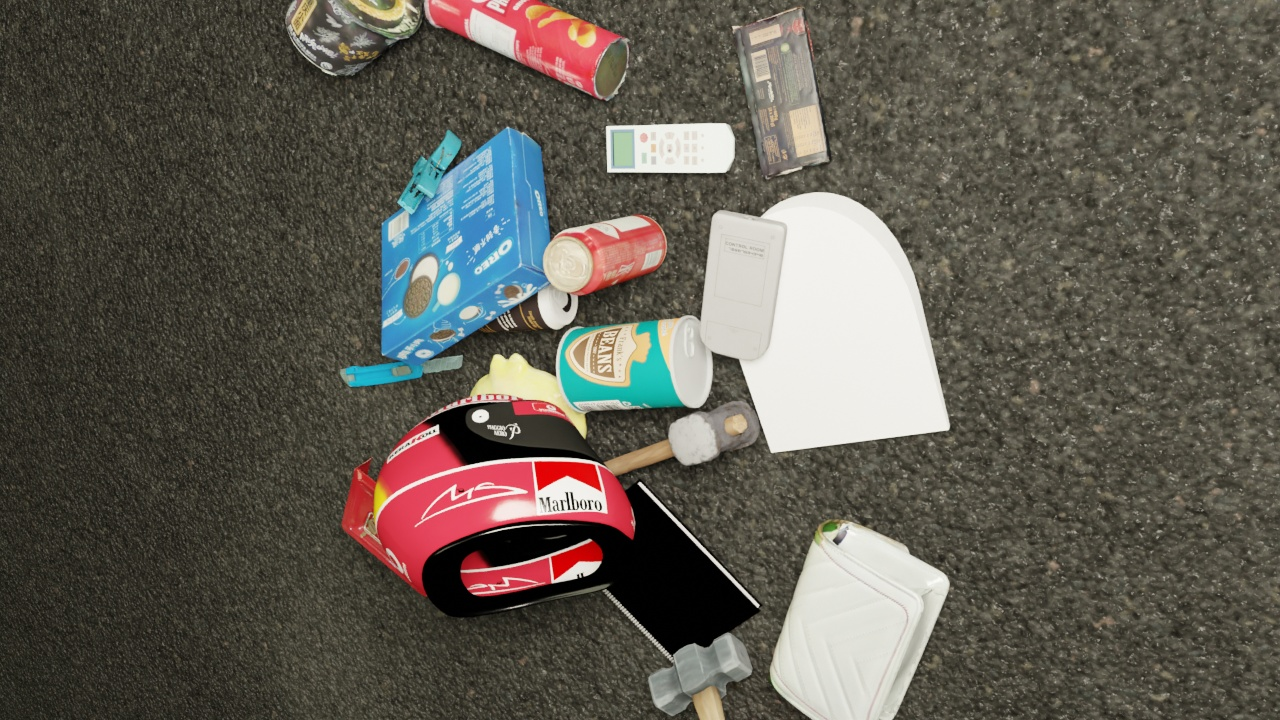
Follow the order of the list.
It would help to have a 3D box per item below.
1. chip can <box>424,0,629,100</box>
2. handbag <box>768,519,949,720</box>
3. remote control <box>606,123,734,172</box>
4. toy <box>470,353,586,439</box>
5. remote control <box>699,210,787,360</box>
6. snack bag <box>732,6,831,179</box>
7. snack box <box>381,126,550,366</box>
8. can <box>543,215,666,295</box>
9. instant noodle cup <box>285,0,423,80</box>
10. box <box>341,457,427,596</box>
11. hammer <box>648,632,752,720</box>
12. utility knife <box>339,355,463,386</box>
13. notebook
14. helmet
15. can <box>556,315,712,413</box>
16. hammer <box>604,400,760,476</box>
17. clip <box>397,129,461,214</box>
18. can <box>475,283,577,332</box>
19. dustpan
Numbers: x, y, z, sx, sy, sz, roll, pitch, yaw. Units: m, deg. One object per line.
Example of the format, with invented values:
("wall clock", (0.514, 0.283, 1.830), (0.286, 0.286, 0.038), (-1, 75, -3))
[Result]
("chip can", (-0.124, -0.360, 1.002), (0.233, 0.073, 0.073), (29, 115, 18))
("handbag", (0.225, 0.285, 0.975), (0.142, 0.096, 0.199), (30, 116, 34))
("remote control", (0.033, -0.227, 0.980), (0.143, 0.024, 0.049), (6, 106, 25))
("toy", (-0.143, 0.063, 1.127), (0.171, 0.064, 0.155), (-4, 107, 28))
("remote control", (0.103, -0.074, 0.930), (0.074, 0.019, 0.151), (15, 119, 19))
("snack bag", (0.142, -0.265, 0.916), (0.075, 0.018, 0.155), (-7, 100, 30))
("snack box", (-0.207, -0.128, 1.062), (0.239, 0.056, 0.195), (-27, 56, 30))
("can", (-0.034, -0.112, 0.961), (0.067, 0.169, 0.067), (8, 107, 25))
("instant noodle cup", (-0.344, -0.411, 1.081), (0.113, 0.137, 0.137), (-27, 89, 39))
("box", (-0.275, 0.198, 1.187), (0.157, 0.155, 0.147), (37, 123, 12))
("hammer", (0.098, 0.455, 0.986), (0.117, 0.322, 0.051), (-33, 131, 13))
("utility knife", (-0.325, 0.013, 1.241), (0.225, 0.015, 0.031), (-9, 103, 28))
("notebook", (0.021, 0.258, 1.098), (0.206, 0.016, 0.149), (46, 119, -2))
("helmet", (-0.154, 0.144, 1.010), (0.271, 0.224, 0.198), (-10, 136, -8))
("can", (-0.006, 0.006, 1.018), (0.144, 0.099, 0.099), (-4, 101, 29))
("hammer", (-0.011, 0.118, 1.070), (0.329, 0.097, 0.052), (-24, 82, 39))
("clip", (-0.263, -0.217, 1.098), (0.121, 0.129, 0.031), (-13, 133, 45))
("can", (-0.145, -0.070, 1.089), (0.129, 0.071, 0.072), (-1, 102, 28))
("dustpan", (0.193, -0.041, 0.948), (0.192, 0.053, 0.258), (-11, 109, 30))
